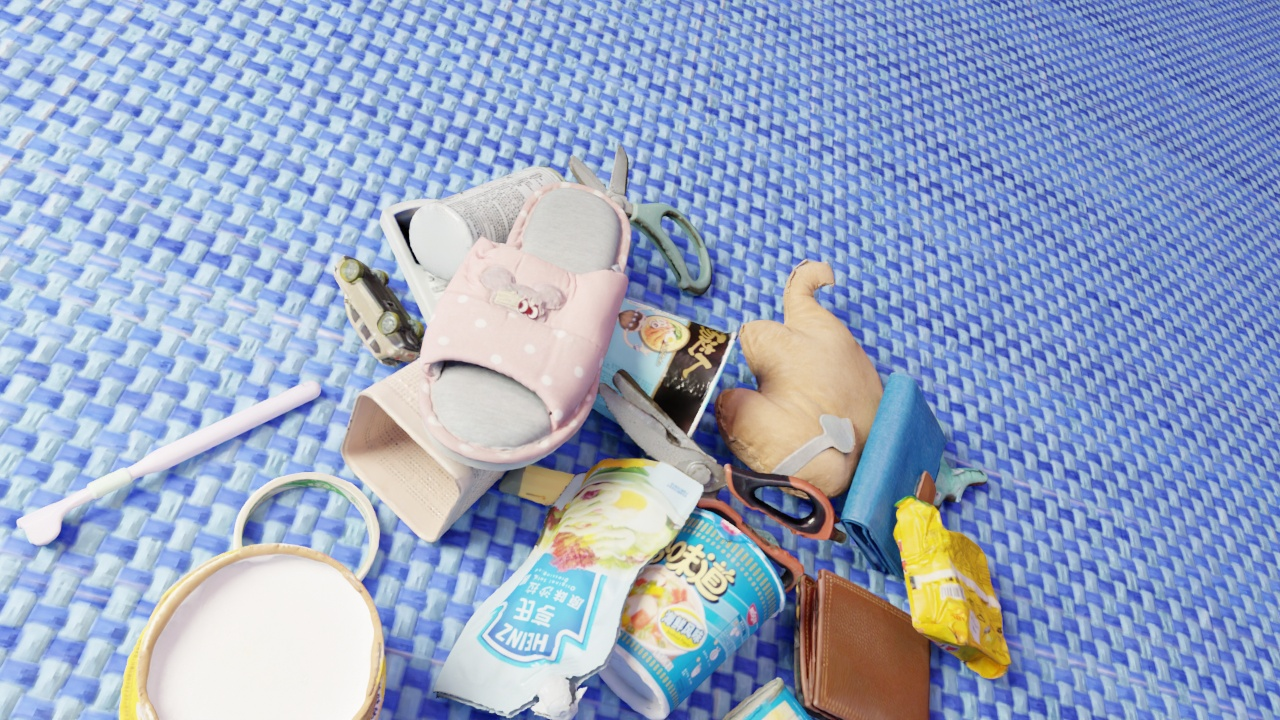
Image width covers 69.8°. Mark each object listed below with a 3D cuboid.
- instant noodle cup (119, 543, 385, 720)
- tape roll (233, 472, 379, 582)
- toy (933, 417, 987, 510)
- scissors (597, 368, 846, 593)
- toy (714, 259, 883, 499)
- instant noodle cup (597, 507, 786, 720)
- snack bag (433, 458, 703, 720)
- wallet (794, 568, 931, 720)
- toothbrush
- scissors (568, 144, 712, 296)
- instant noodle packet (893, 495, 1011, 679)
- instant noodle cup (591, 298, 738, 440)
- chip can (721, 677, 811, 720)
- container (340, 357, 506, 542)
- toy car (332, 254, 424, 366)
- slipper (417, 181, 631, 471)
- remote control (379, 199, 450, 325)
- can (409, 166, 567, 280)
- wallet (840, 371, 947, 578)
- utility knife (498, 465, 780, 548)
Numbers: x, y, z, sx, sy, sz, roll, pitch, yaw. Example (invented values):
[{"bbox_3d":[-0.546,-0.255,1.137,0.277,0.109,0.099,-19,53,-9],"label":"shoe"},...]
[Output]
[{"bbox_3d":[-0.194,0.160,0.472,0.138,0.110,0.137,10,62,-20],"label":"instant noodle cup"},{"bbox_3d":[-0.207,0.111,0.571,0.085,0.014,0.085,12,53,-17],"label":"tape roll"},{"bbox_3d":[0.255,0.086,0.796,0.096,0.030,0.091,0,62,-22],"label":"toy"},{"bbox_3d":[0.061,0.078,0.640,0.192,0.207,0.015,-7,20,-4],"label":"scissors"},{"bbox_3d":[0.142,0.015,0.760,0.143,0.083,0.225,37,46,-14],"label":"toy"},{"bbox_3d":[0.023,0.167,0.595,0.099,0.099,0.109,45,60,8],"label":"instant noodle cup"},{"bbox_3d":[-0.042,0.139,0.576,0.110,0.039,0.190,8,43,31],"label":"snack bag"},{"bbox_3d":[0.160,0.217,0.647,0.124,0.032,0.101,31,47,-23],"label":"wallet"},{"bbox_3d":[-0.282,0.058,0.571,0.029,0.021,0.188,24,40,35],"label":"toothbrush"},{"bbox_3d":[-0.017,-0.086,0.768,0.170,0.019,0.179,44,64,-24],"label":"scissors"},{"bbox_3d":[0.231,0.171,0.683,0.128,0.044,0.110,38,38,-44],"label":"instant noodle packet"},{"bbox_3d":[-0.004,0.004,0.687,0.120,0.111,0.111,26,50,2],"label":"instant noodle cup"},{"bbox_3d":[0.127,0.302,0.559,0.071,0.071,0.210,-28,73,-37],"label":"chip can"},{"bbox_3d":[-0.122,0.043,0.612,0.090,0.090,0.110,43,48,8],"label":"container"},{"bbox_3d":[-0.192,-0.037,0.663,0.035,0.042,0.090,-37,75,7],"label":"toy car"},{"bbox_3d":[-0.065,-0.042,0.608,0.114,0.055,0.273,22,45,-2],"label":"slipper"},{"bbox_3d":[-0.151,-0.064,0.714,0.058,0.021,0.150,-16,66,-33],"label":"remote control"},{"bbox_3d":[-0.113,-0.111,0.720,0.058,0.058,0.146,42,36,6],"label":"can"},{"bbox_3d":[0.201,0.092,0.719,0.106,0.040,0.132,50,57,-42],"label":"wallet"},{"bbox_3d":[0.005,0.109,0.669,0.219,0.022,0.030,13,54,-8],"label":"utility knife"}]
